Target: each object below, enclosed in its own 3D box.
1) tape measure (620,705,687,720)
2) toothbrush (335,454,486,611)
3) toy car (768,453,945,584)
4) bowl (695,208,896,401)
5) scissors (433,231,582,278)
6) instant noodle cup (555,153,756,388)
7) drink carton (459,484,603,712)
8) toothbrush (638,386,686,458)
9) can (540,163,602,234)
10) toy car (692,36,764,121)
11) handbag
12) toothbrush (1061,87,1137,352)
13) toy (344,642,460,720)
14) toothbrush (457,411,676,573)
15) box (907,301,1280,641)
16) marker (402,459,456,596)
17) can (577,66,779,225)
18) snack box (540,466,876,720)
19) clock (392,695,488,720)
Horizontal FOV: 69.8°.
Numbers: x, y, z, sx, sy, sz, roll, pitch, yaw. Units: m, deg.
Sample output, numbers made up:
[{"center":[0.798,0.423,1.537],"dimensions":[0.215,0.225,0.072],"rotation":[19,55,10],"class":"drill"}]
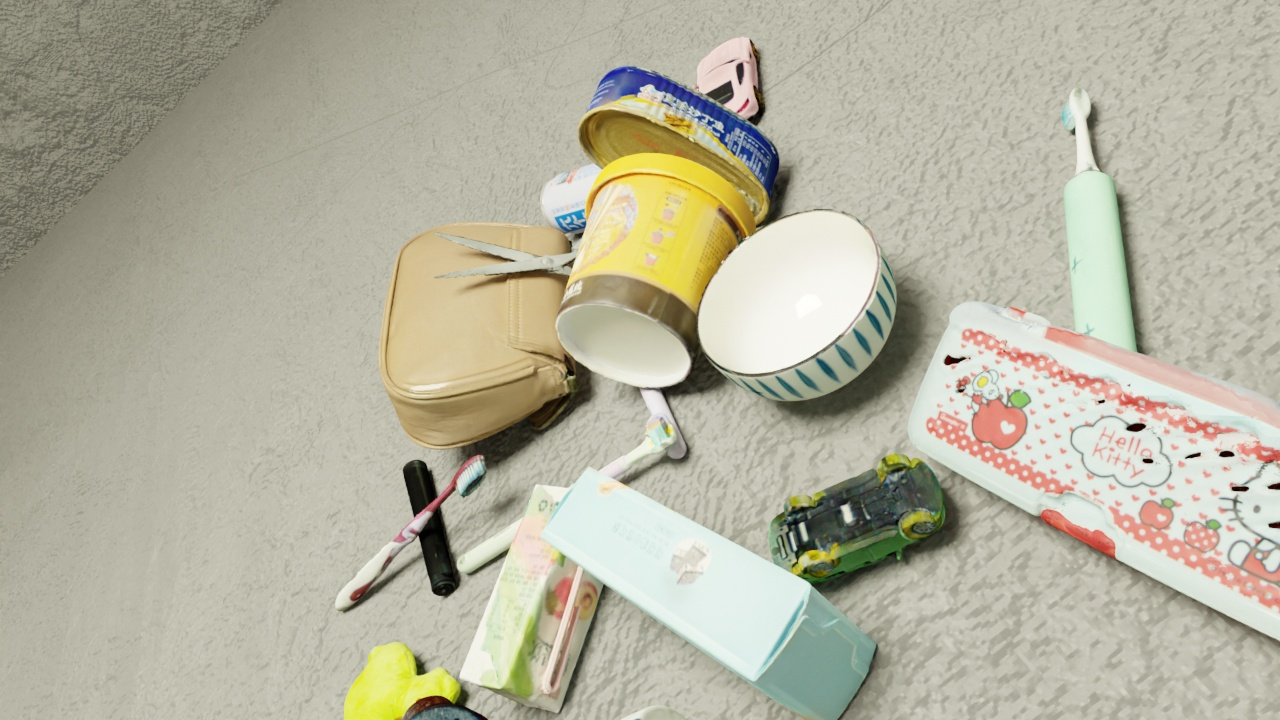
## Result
[{"center":[0.007,0.198,0.428],"dimensions":[0.034,0.065,0.065],"rotation":[-36,38,25],"class":"tape measure"},{"center":[-0.167,0.130,0.659],"dimensions":[0.188,0.016,0.017],"rotation":[-45,50,23],"class":"toothbrush"},{"center":[0.109,0.082,0.460],"dimensions":[0.091,0.036,0.043],"rotation":[-29,40,21],"class":"toy car"},{"center":[0.098,-0.024,0.540],"dimensions":[0.117,0.066,0.116],"rotation":[-24,44,26],"class":"bowl"},{"center":[-0.064,-0.074,0.692],"dimensions":[0.178,0.014,0.159],"rotation":[31,43,17],"class":"scissors"},{"center":[0.006,-0.054,0.605],"dimensions":[0.119,0.118,0.114],"rotation":[-7,52,38],"class":"instant noodle cup"},{"center":[-0.055,0.140,0.545],"dimensions":[0.046,0.053,0.122],"rotation":[-4,55,40],"class":"drink carton"},{"center":[-0.004,0.004,0.647],"dimensions":[0.021,0.029,0.189],"rotation":[-9,39,-15],"class":"toothbrush"},{"center":[-0.019,-0.141,0.759],"dimensions":[0.135,0.053,0.053],"rotation":[-8,52,38],"class":"can"},{"center":[0.072,-0.234,0.773],"dimensions":[0.056,0.037,0.122],"rotation":[-22,43,25],"class":"toy car"},{"center":[-0.122,-0.023,0.713],"dimensions":[0.148,0.100,0.204],"rotation":[-9,45,3],"class":"handbag"},{"center":[0.238,-0.069,0.484],"dimensions":[0.027,0.026,0.224],"rotation":[108,175,-57],"class":"toothbrush"},{"center":[-0.156,0.224,0.583],"dimensions":[0.100,0.031,0.096],"rotation":[-22,46,27],"class":"toy"},{"center":[-0.054,0.093,0.605],"dimensions":[0.190,0.020,0.029],"rotation":[-36,41,21],"class":"toothbrush"},{"center":[0.202,0.037,0.385],"dimensions":[0.201,0.046,0.087],"rotation":[31,112,52],"class":"box"},{"center":[-0.158,0.120,0.682],"dimensions":[0.132,0.020,0.022],"rotation":[-123,36,-51],"class":"marker"},{"center":[0.029,-0.151,0.658],"dimensions":[0.075,0.148,0.049],"rotation":[-47,20,57],"class":"can"},{"center":[0.029,0.116,0.473],"dimensions":[0.175,0.074,0.051],"rotation":[19,70,49],"class":"snack box"},{"center":[-0.108,0.231,0.502],"dimensions":[0.122,0.055,0.082],"rotation":[7,63,35],"class":"clock"}]
